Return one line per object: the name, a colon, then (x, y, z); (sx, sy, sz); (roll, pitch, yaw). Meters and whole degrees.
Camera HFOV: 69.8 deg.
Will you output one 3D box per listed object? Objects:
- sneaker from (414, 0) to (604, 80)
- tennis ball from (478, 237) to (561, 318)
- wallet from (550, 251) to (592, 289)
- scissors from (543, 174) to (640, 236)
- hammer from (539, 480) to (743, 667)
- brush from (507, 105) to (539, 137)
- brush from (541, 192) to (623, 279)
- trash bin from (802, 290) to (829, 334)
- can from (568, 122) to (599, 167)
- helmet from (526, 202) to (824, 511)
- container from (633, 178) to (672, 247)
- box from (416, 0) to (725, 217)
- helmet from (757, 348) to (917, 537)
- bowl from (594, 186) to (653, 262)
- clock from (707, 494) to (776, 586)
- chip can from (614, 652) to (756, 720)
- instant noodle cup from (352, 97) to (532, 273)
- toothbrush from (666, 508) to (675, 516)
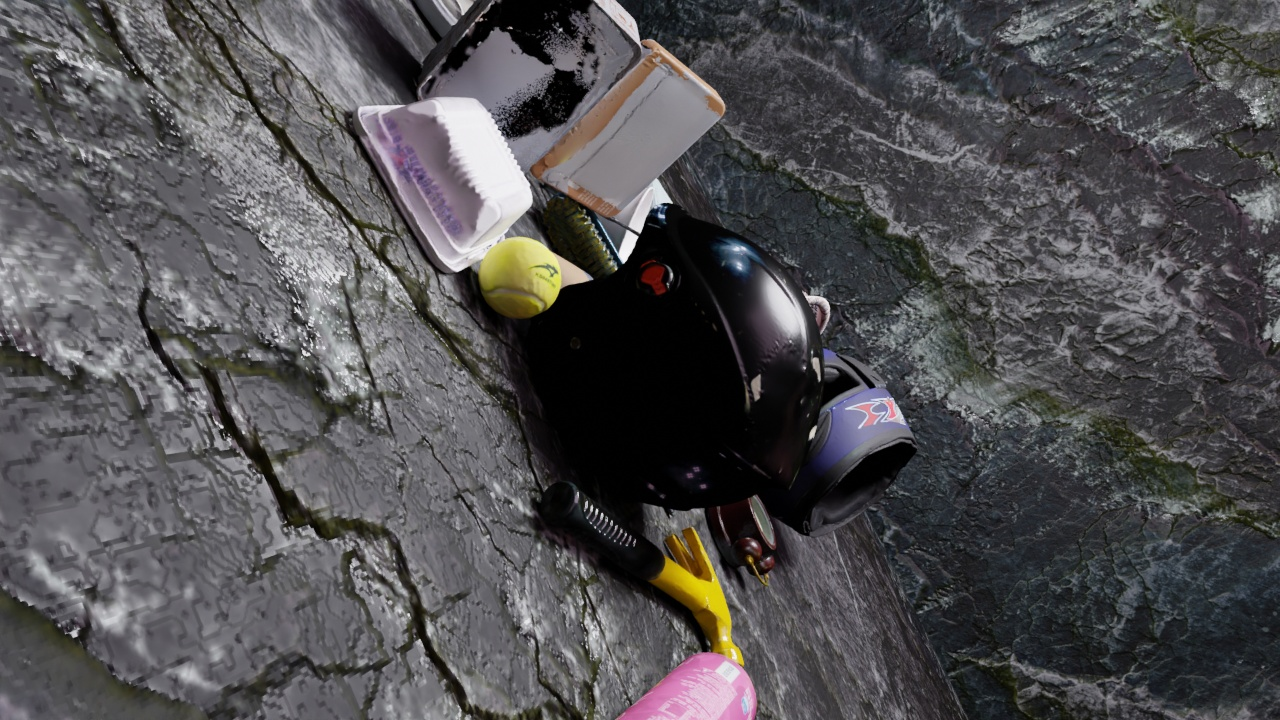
sneaker: (-0.133, -0.355, 0.969); (0.242, 0.091, 0.089); (35, 38, -25)
tennis ball: (-0.096, -0.066, 0.732); (0.065, 0.065, 0.065); (57, 15, -25)
wallet: (-0.068, -0.063, 0.908); (0.090, 0.033, 0.115); (65, 14, 19)
scissors: (-0.041, -0.167, 1.045); (0.168, 0.014, 0.156); (32, -3, -38)
hammer: (0.007, 0.167, 0.754); (0.301, 0.033, 0.128); (47, 21, -51)
brush: (-0.127, -0.293, 1.057); (0.073, 0.063, 0.145); (48, 22, -60)
brush: (-0.055, -0.120, 1.006); (0.144, 0.055, 0.073); (59, 17, -9)
trash bin: (0.134, -0.079, 1.361); (0.192, 0.228, 0.227); (56, 9, 25)
can: (-0.062, -0.254, 1.201); (0.148, 0.075, 0.049); (62, 11, -3)
helmet: (0.050, 0.000, 0.812); (0.233, 0.230, 0.274); (33, 72, -65)
container: (0.005, -0.181, 1.288); (0.090, 0.090, 0.111); (51, 21, -39)
box: (-0.055, -0.247, 0.872); (0.260, 0.179, 0.105); (37, 27, -30)
helmet: (0.225, 0.096, 1.269); (0.240, 0.247, 0.315); (46, 12, 25)
bowl: (-0.036, -0.169, 1.126); (0.065, 0.118, 0.118); (24, 15, 3)
clock: (0.121, 0.204, 1.061); (0.082, 0.055, 0.121); (46, 23, -51)
chip can: (0.022, 0.242, 0.584); (0.071, 0.071, 0.210); (66, 13, 13)
instant noodle cup: (-0.144, -0.151, 0.734); (0.138, 0.060, 0.173); (61, 15, -10)
toothbrush: (0.005, 0.077, 0.953); (0.181, 0.018, 0.015); (70, 12, 21)
